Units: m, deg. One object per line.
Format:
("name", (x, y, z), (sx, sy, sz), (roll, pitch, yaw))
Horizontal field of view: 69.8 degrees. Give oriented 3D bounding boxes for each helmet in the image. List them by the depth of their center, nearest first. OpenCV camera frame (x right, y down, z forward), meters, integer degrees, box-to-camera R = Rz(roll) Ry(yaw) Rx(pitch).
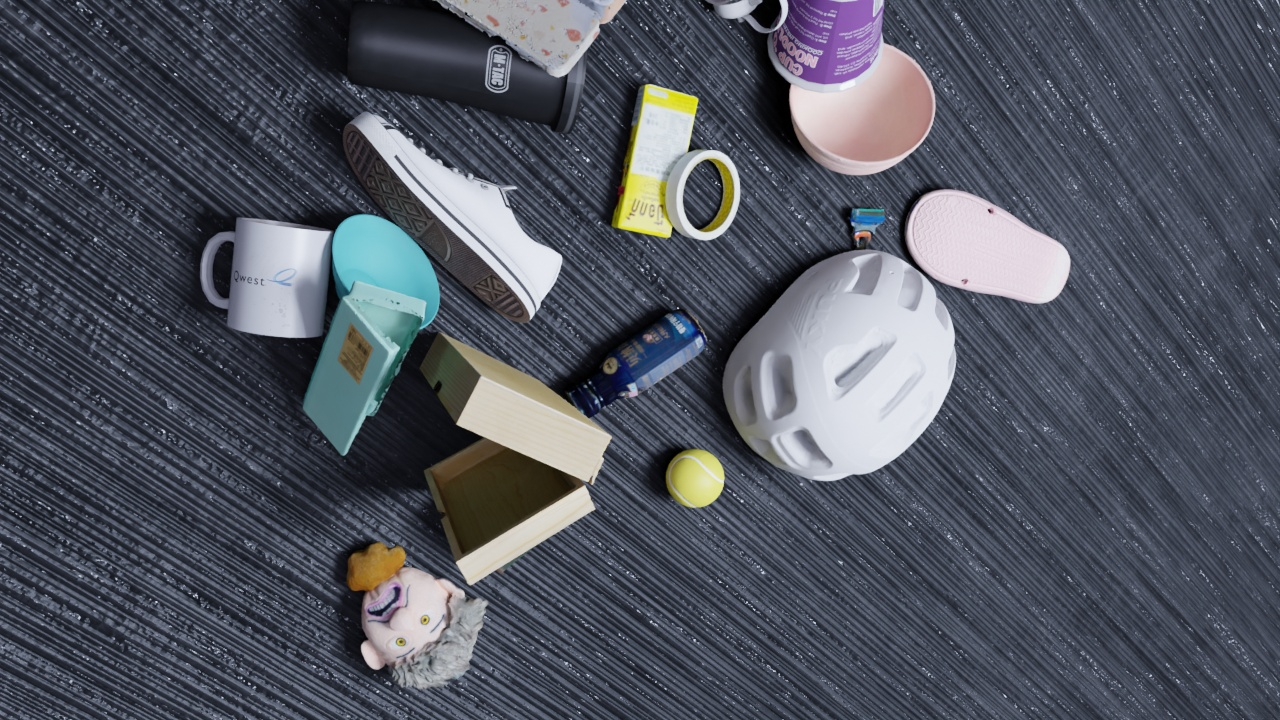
("helmet", (0.243, 0.007, 1.037), (0.281, 0.184, 0.224), (-42, 117, -23))

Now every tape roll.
("tape roll", (0.067, -0.175, 0.973), (0.093, 0.019, 0.094), (-14, 112, -38))

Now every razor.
("razor", (0.255, -0.107, 1.071), (0.043, 0.018, 0.141), (0, 105, -16))

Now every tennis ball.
("tennis ball", (0.061, 0.131, 1.026), (0.065, 0.065, 0.065), (-4, 102, -19))

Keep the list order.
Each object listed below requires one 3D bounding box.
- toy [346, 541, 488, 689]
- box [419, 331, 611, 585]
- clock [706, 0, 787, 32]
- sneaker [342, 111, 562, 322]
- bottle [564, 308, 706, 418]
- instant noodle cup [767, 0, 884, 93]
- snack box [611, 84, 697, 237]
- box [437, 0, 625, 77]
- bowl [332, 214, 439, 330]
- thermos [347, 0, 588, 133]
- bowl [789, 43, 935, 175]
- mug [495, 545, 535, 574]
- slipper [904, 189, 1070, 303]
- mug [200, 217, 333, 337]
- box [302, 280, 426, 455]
("toy", (-0.236, 0.263, 0.948), (0.132, 0.076, 0.176), (-39, 103, -9))
("box", (-0.129, 0.076, 0.851), (0.141, 0.248, 0.184), (4, 99, -20))
("clock", (0.088, -0.394, 0.903), (0.061, 0.120, 0.159), (-37, 99, -15))
("sneaker", (-0.169, -0.153, 0.884), (0.245, 0.091, 0.097), (43, 66, -17))
("bottle", (-0.006, 0.006, 0.982), (0.160, 0.056, 0.056), (-34, 110, -10))
("instant noodle cup", (0.193, -0.362, 0.917), (0.122, 0.122, 0.136), (4, 72, 5))
("snack box", (0.015, -0.207, 0.962), (0.061, 0.026, 0.149), (9, 98, -21))
("box", (-0.121, -0.361, 0.822), (0.216, 0.043, 0.150), (34, 80, 1))
("bowl", (-0.253, -0.074, 0.872), (0.046, 0.120, 0.121), (-28, 114, 30))
("thermos", (-0.155, -0.278, 0.853), (0.218, 0.106, 0.106), (5, 99, -15))
("bowl", (0.231, -0.260, 0.987), (0.153, 0.076, 0.152), (-1, 72, 2))
("mug", (-0.135, 0.171, 0.964), (0.081, 0.085, 0.111), (-37, 142, -11))
("slipper", (0.415, -0.130, 1.101), (0.221, 0.055, 0.107), (19, 96, -12))
("mug", (-0.346, -0.079, 0.841), (0.119, 0.083, 0.096), (10, 98, 7))
("box", (-0.259, 0.017, 0.826), (0.077, 0.189, 0.079), (18, 51, -22))
